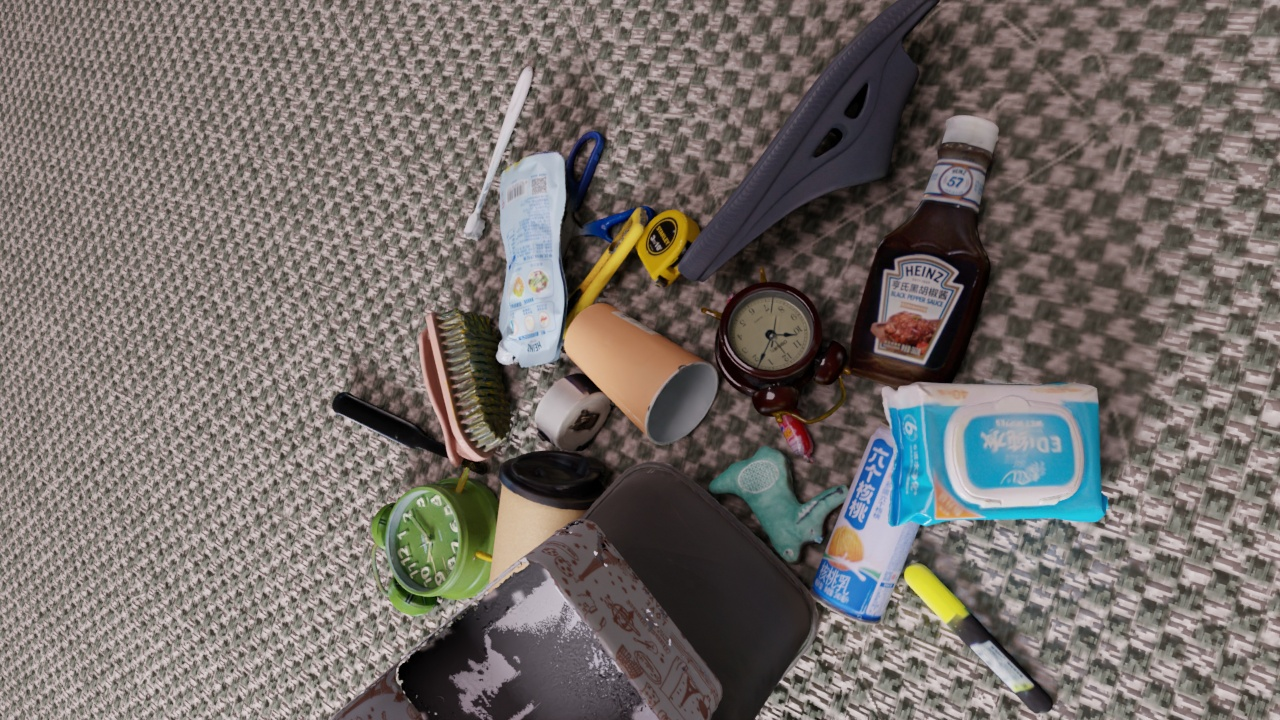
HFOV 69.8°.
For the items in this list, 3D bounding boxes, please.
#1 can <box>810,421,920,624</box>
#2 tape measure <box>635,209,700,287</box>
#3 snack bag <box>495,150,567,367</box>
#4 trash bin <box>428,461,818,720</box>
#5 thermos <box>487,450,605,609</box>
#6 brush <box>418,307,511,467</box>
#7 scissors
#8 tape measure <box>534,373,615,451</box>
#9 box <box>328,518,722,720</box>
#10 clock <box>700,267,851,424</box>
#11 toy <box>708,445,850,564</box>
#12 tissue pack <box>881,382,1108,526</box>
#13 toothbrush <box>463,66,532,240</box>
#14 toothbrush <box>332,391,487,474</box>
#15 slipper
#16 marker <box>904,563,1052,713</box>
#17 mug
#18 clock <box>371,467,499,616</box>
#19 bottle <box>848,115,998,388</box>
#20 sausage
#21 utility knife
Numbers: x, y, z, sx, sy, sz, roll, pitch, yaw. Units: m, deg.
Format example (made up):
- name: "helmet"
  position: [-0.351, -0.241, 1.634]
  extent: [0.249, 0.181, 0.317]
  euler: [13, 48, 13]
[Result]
- name: "can"
  position: [0.168, 0.113, 0.647]
  extent: [0.053, 0.053, 0.134]
  euler: [24, 97, 33]
- name: "tape measure"
  position: [0.026, -0.097, 0.778]
  extent: [0.057, 0.029, 0.060]
  euler: [-46, 43, 19]
- name: "snack bag"
  position: [-0.100, -0.088, 0.839]
  extent: [0.111, 0.038, 0.191]
  euler: [-11, 77, 44]
- name: "trash bin"
  position: [-0.014, 0.211, 0.630]
  extent: [0.199, 0.219, 0.199]
  euler: [42, 108, 10]
- name: "thermos"
  position: [-0.087, 0.150, 0.793]
  extent: [0.093, 0.092, 0.143]
  euler: [23, 105, 33]
- name: "brush"
  position: [-0.168, 0.026, 0.872]
  extent: [0.073, 0.063, 0.145]
  euler: [-22, 75, 25]
- name: "scissors"
  position: [-0.057, -0.131, 0.849]
  extent: [0.176, 0.012, 0.162]
  euler: [1, 86, 34]
- name: "tape measure"
  position: [-0.058, 0.045, 0.795]
  extent: [0.033, 0.066, 0.066]
  euler: [38, 104, 29]
- name: "box"
  position: [-0.029, 0.237, 0.464]
  extent: [0.178, 0.106, 0.272]
  euler: [-41, 70, 18]
- name: "clock"
  position: [0.104, -0.006, 0.688]
  extent: [0.082, 0.055, 0.122]
  euler: [-34, 73, -6]
- name: "toy"
  position: [0.111, 0.107, 0.702]
  extent: [0.097, 0.030, 0.092]
  euler: [-35, 71, 17]
- name: "tissue pack"
  position: [0.223, 0.059, 0.583]
  extent: [0.140, 0.063, 0.090]
  euler: [0, 82, -3]
- name: "toothbrush"
  position: [-0.138, -0.205, 0.910]
  extent: [0.016, 0.016, 0.180]
  euler: [22, 94, 31]
- name: "toothbrush"
  position: [-0.236, 0.075, 0.930]
  extent: [0.213, 0.027, 0.026]
  euler: [19, 86, 31]
- name: "slipper"
  position: [0.137, -0.149, 0.685]
  extent: [0.083, 0.110, 0.269]
  euler: [40, 109, -2]
- name: "marker"
  position: [0.228, 0.187, 0.624]
  extent: [0.124, 0.015, 0.018]
  euler: [47, 110, 25]
- name: "mug"
  position: [-0.005, 0.004, 0.763]
  extent: [0.123, 0.078, 0.078]
  euler: [38, 105, 35]
- name: "clock"
  position: [-0.200, 0.177, 0.877]
  extent: [0.162, 0.056, 0.116]
  euler: [-31, 68, 27]
- name: "bottle"
  position: [0.208, -0.074, 0.651]
  extent: [0.080, 0.044, 0.195]
  euler: [18, 93, 29]
- name: "sausage"
  position: [0.101, 0.012, 0.724]
  extent: [0.020, 0.020, 0.155]
  euler: [-32, 68, 26]
- name: "utility knife"
  position: [-0.041, -0.073, 0.815]
  extent: [0.155, 0.015, 0.033]
  euler: [-52, 30, 24]
